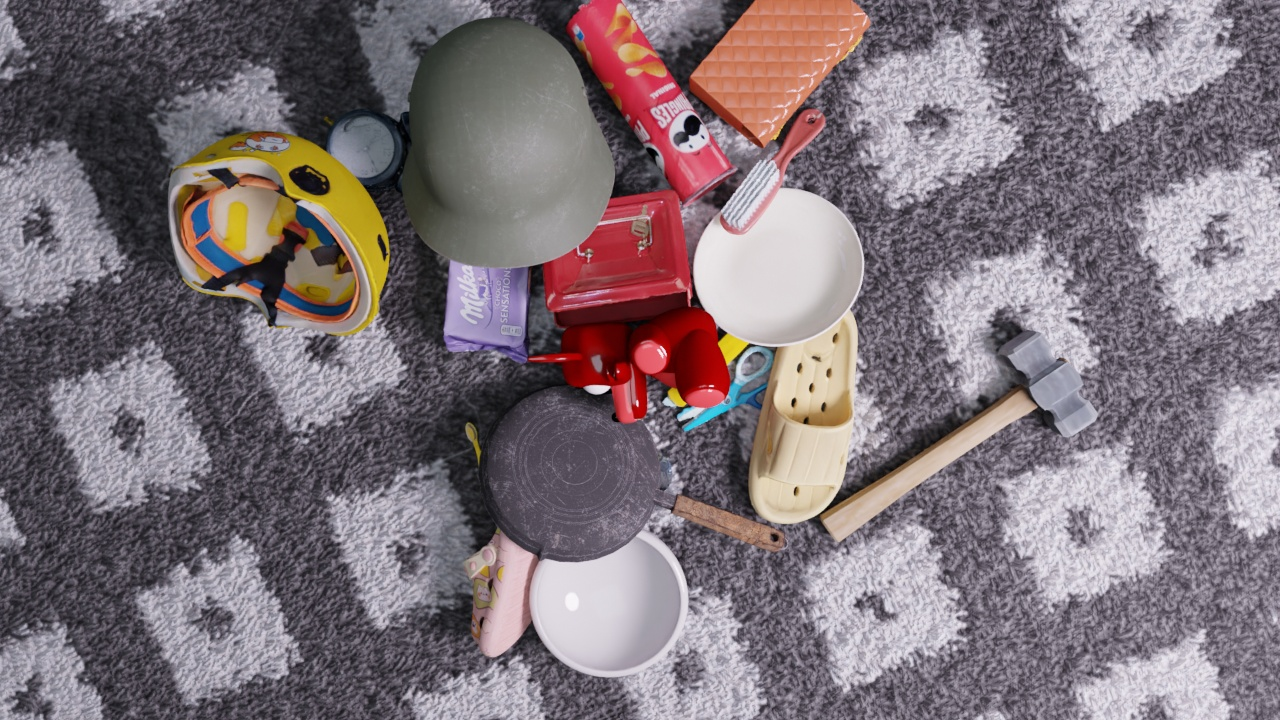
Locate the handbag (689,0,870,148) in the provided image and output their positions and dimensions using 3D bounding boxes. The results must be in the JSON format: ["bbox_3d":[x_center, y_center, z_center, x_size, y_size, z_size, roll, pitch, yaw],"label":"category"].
[{"bbox_3d":[0.149,-0.327,0.990,0.109,0.060,0.172,41,92,3],"label":"handbag"}]

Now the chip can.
[{"bbox_3d":[0.011,-0.282,0.992,0.073,0.073,0.233,-34,93,4],"label":"chip can"}]

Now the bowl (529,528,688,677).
[{"bbox_3d":[-0.035,0.264,1.044,0.176,0.066,0.176,0,95,1],"label":"bowl"}]

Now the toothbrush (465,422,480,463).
[{"bbox_3d":[-0.177,0.136,1.061,0.021,0.016,0.135,-20,94,-2],"label":"toothbrush"}]

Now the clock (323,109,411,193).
[{"bbox_3d":[-0.286,-0.231,1.014,0.129,0.052,0.090,4,95,-4],"label":"clock"}]

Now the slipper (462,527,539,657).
[{"bbox_3d":[-0.157,0.233,1.042,0.082,0.093,0.197,17,98,25],"label":"slipper"}]

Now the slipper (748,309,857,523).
[{"bbox_3d":[0.193,0.060,1.013,0.111,0.079,0.261,8,94,-12],"label":"slipper"}]

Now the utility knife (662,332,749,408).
[{"bbox_3d":[0.084,-0.002,1.044,0.155,0.017,0.030,-45,88,4],"label":"utility knife"}]

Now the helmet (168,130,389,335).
[{"bbox_3d":[-0.359,-0.144,0.968,0.240,0.139,0.210,25,136,-6],"label":"helmet"}]

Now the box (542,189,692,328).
[{"bbox_3d":[-0.025,-0.106,1.006,0.157,0.122,0.136,-6,77,5],"label":"box"}]

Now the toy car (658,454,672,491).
[{"bbox_3d":[-0.017,0.133,1.050,0.105,0.032,0.048,-6,94,-12],"label":"toy car"}]

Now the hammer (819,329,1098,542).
[{"bbox_3d":[0.346,0.101,1.035,0.323,0.051,0.117,-35,94,7],"label":"hammer"}]

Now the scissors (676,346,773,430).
[{"bbox_3d":[0.106,0.049,1.051,0.140,0.015,0.083,-35,96,1],"label":"scissors"}]

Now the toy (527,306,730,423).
[{"bbox_3d":[-0.005,0.006,0.967,0.197,0.158,0.120,-2,91,7],"label":"toy"}]

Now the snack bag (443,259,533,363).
[{"bbox_3d":[-0.162,-0.105,1.020,0.096,0.058,0.205,7,98,3],"label":"snack bag"}]

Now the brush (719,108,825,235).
[{"bbox_3d":[0.145,-0.212,1.001,0.041,0.030,0.172,35,84,18],"label":"brush"}]

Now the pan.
[{"bbox_3d":[-0.001,0.141,1.004,0.357,0.040,0.207,19,66,-2],"label":"pan"}]

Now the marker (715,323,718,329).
[{"bbox_3d":[0.085,-0.052,1.041,0.022,0.016,0.138,35,95,21],"label":"marker"}]

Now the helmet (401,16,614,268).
[{"bbox_3d":[-0.141,-0.247,0.922,0.227,0.154,0.267,-2,59,-2],"label":"helmet"}]

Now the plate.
[{"bbox_3d":[0.150,-0.099,1.004,0.182,0.034,0.182,-3,74,11],"label":"plate"}]
